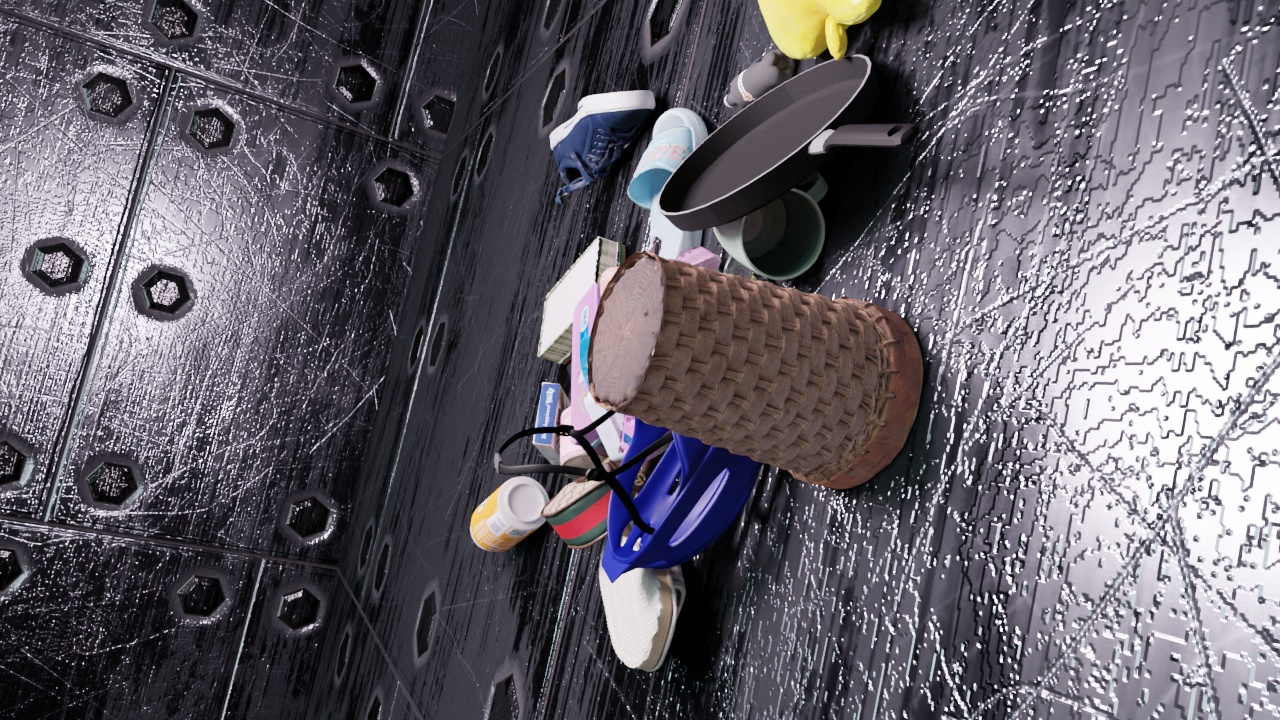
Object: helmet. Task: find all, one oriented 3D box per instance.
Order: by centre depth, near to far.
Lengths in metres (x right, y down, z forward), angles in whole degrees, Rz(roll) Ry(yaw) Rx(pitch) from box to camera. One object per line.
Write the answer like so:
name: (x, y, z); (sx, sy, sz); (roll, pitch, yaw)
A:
helmet: (-0.003, 0.077, 0.816); (0.241, 0.227, 0.148); (-66, 20, 6)

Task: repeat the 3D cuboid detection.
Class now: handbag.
handbag: (-0.041, 0.146, 1.029); (0.138, 0.063, 0.167); (-40, 3, -20)

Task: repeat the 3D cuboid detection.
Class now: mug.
mug: (0.125, -0.137, 0.863); (0.111, 0.084, 0.104); (-43, 22, 1)

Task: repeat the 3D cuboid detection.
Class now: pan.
pan: (0.133, -0.181, 0.776); (0.225, 0.034, 0.356); (-41, 22, -4)

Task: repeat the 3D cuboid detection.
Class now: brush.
brush: (-0.032, 0.036, 1.007); (0.056, 0.075, 0.136); (-21, 96, 33)

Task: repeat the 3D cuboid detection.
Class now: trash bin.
trash bin: (0.082, 0.005, 0.693); (0.152, 0.210, 0.151); (-43, 39, 50)

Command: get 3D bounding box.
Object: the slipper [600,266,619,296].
slipper: (0.036, -0.046, 0.999); (0.197, 0.081, 0.093); (33, 136, 42)

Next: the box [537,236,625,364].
box: (-0.085, -0.083, 1.320); (0.206, 0.050, 0.117); (-40, 39, 52)

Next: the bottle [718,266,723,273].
bottle: (0.075, -0.088, 0.988); (0.030, 0.030, 0.113); (-64, 26, 24)

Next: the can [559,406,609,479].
can: (-0.067, 0.101, 1.143); (0.067, 0.067, 0.076); (-50, 34, 44)

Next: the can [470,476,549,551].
can: (-0.192, 0.226, 1.329); (0.143, 0.079, 0.079); (-42, 39, 51)

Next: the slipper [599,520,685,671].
slipper: (-0.001, 0.227, 0.939); (0.273, 0.054, 0.114); (-147, 75, -75)

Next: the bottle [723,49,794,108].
bottle: (0.125, -0.302, 0.998); (0.110, 0.036, 0.036); (-15, 63, 63)

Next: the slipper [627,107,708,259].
slipper: (0.030, -0.204, 1.106); (0.104, 0.074, 0.245); (-34, 47, 55)

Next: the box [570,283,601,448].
box: (-0.055, 0.005, 1.125); (0.076, 0.036, 0.213); (-48, 34, 45)

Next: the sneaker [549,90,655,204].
sneaker: (-0.060, -0.314, 1.365); (0.295, 0.120, 0.127); (167, 93, -66)

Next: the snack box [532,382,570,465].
snack box: (-0.112, 0.087, 1.215); (0.150, 0.026, 0.081); (77, -160, -73)

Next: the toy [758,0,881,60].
toy: (0.173, -0.351, 0.855); (0.207, 0.092, 0.134); (40, 116, 62)

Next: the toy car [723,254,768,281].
toy car: (0.106, -0.081, 0.917); (0.089, 0.027, 0.039); (-107, 38, -54)

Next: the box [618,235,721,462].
box: (0.012, -0.010, 0.907); (0.077, 0.084, 0.231); (37, 136, 32)
